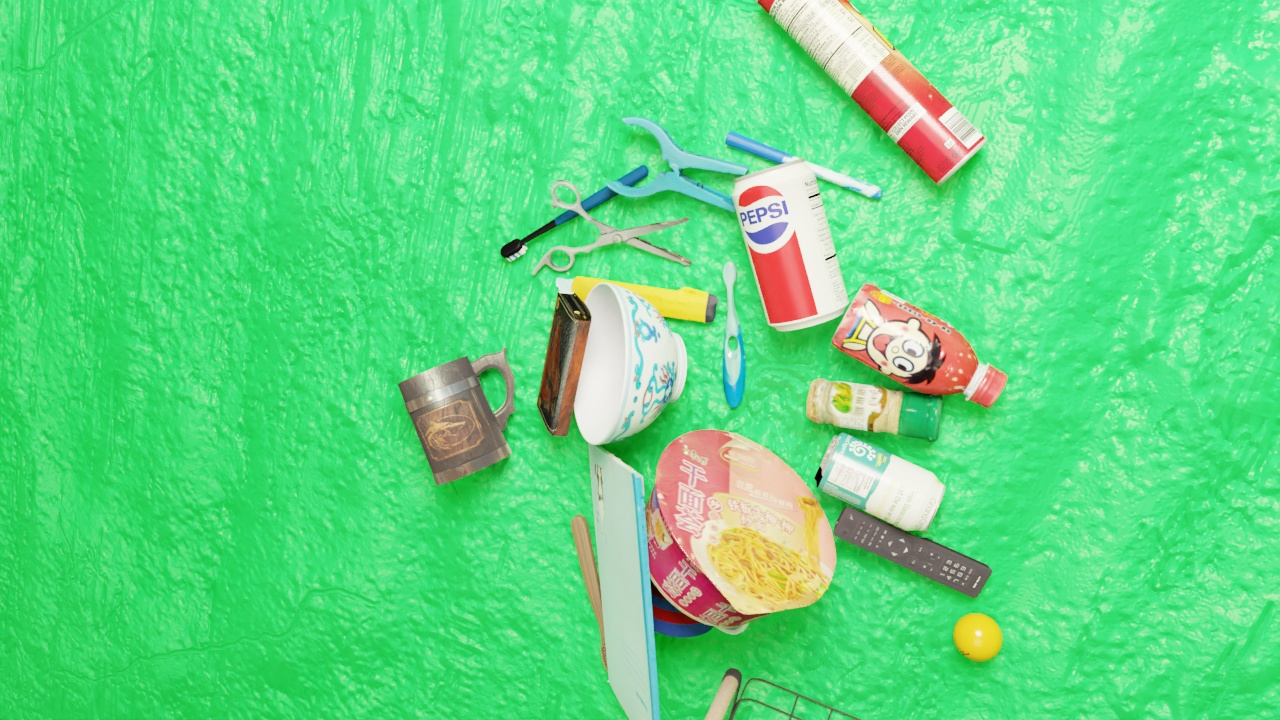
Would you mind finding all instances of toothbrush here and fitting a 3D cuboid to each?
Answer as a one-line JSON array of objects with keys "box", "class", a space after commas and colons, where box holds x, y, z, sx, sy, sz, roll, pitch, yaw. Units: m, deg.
[{"box": [-0.063, -0.137, 0.860, 0.168, 0.014, 0.014, -27, 58, 20], "class": "toothbrush"}, {"box": [0.084, -0.023, 0.833, 0.022, 0.017, 0.135, 2, 104, 19], "class": "toothbrush"}, {"box": [-0.047, 0.237, 0.934, 0.016, 0.016, 0.167, -9, 97, 19], "class": "toothbrush"}]

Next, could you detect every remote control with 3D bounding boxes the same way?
[{"box": [0.237, 0.165, 0.803, 0.136, 0.015, 0.032, 24, 108, 3], "class": "remote control"}]

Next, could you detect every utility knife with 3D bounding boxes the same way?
[{"box": [-0.006, -0.060, 0.855, 0.165, 0.017, 0.030, 9, 99, 17], "class": "utility knife"}]

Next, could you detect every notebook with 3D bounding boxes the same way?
[{"box": [-0.016, 0.210, 0.834, 0.009, 0.181, 0.253, -6, 95, -16], "class": "notebook"}]

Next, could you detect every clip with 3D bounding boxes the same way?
[{"box": [0.030, -0.187, 0.801, 0.130, 0.031, 0.121, -3, 102, 13], "class": "clip"}]

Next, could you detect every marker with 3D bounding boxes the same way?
[{"box": [0.139, -0.166, 0.783, 0.142, 0.013, 0.013, 24, 108, 13], "class": "marker"}]

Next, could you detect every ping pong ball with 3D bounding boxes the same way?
[{"box": [0.293, 0.241, 0.798, 0.040, 0.040, 0.040, 4, 103, 19], "class": "ping pong ball"}]

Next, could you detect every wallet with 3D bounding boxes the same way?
[{"box": [-0.072, 0.003, 0.862, 0.019, 0.072, 0.123, 4, 114, -20], "class": "wallet"}]

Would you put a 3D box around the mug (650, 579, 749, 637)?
[{"box": [0.053, 0.211, 0.855, 0.112, 0.074, 0.076, 13, 106, 29], "class": "mug"}]

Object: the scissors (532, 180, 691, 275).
[{"box": [-0.033, -0.107, 0.849, 0.141, 0.014, 0.162, 37, 130, -12], "class": "scissors"}]

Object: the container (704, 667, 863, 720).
[{"box": [0.162, 0.397, 0.812, 0.241, 0.162, 0.130, 18, 107, 16], "class": "container"}]

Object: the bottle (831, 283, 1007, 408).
[{"box": [0.232, -0.007, 0.757, 0.137, 0.061, 0.062, 29, 109, 13], "class": "bottle"}]

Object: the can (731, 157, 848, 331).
[{"box": [0.125, -0.096, 0.768, 0.070, 0.070, 0.132, -14, 100, 22], "class": "can"}]

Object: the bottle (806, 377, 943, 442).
[{"box": [0.201, 0.041, 0.789, 0.111, 0.043, 0.043, 8, 104, 19], "class": "bottle"}]

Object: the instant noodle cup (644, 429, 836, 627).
[{"box": [0.074, 0.153, 0.799, 0.178, 0.178, 0.078, 42, 128, 7], "class": "instant noodle cup"}]

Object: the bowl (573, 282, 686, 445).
[{"box": [-0.005, 0.005, 0.825, 0.074, 0.144, 0.144, 3, 106, -22], "class": "bowl"}]

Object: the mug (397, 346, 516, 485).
[{"box": [-0.169, 0.052, 0.914, 0.115, 0.080, 0.107, -23, 92, -6], "class": "mug"}]

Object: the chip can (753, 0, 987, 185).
[{"box": [0.182, -0.233, 0.732, 0.214, 0.051, 0.052, 47, 112, 5], "class": "chip can"}]

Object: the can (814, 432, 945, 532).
[{"box": [0.206, 0.106, 0.793, 0.102, 0.054, 0.055, 25, 108, 14], "class": "can"}]
